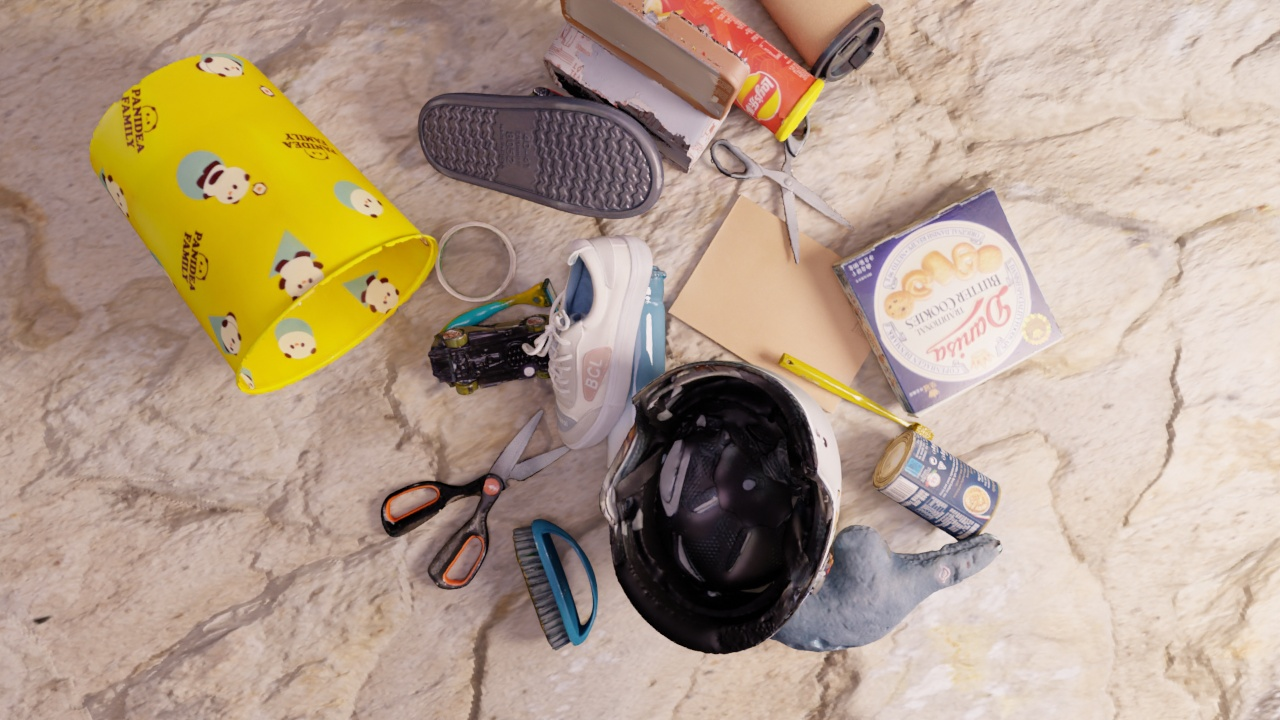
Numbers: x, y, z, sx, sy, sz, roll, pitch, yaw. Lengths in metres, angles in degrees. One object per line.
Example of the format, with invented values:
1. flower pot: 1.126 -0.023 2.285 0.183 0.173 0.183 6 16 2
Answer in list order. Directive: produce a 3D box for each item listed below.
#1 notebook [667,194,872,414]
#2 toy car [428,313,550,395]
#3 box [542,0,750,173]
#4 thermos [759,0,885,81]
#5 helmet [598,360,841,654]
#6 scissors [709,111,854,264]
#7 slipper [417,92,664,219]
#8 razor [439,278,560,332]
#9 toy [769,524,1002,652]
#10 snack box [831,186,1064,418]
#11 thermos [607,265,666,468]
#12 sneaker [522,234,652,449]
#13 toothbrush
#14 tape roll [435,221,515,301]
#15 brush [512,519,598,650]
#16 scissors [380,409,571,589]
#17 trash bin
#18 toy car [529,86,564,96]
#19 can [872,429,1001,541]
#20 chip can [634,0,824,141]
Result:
1. notebook: 0.158 -0.060 0.988 0.211 0.012 0.149 32 93 -2
2. toy car: -0.144 -0.009 0.971 0.158 0.042 0.070 -8 119 -4
3. box: 0.001 -0.269 0.848 0.177 0.260 0.082 33 92 -3
4. thermos: 0.176 -0.357 0.932 0.093 0.093 0.143 -42 84 3
5. helmet: 0.093 0.127 0.889 0.230 0.156 0.274 15 107 28
6. scissors: 0.151 -0.191 0.972 0.159 0.014 0.181 3 90 -1
7. slipper: -0.093 -0.218 0.913 0.268 0.083 0.111 14 122 20
8. razor: -0.153 -0.051 0.981 0.132 0.028 0.043 -20 138 2
9. toy: 0.195 0.237 0.963 0.357 0.091 0.138 -5 96 13
10. snack box: 0.323 -0.061 0.965 0.178 0.046 0.182 -28 93 -2
11. thermos: -0.006 0.006 0.968 0.070 0.070 0.220 -1 93 0
12. sneaker: -0.062 -0.011 0.911 0.090 0.089 0.243 -3 122 -31
13. toothbrush: 0.232 0.040 0.980 0.190 0.016 0.015 27 91 -9
14. tape roll: -0.177 -0.106 0.984 0.086 0.014 0.086 0 94 0
15. brush: -0.086 0.238 0.988 0.073 0.055 0.144 -18 94 3
16. scissors: -0.184 0.144 0.998 0.204 0.021 0.224 16 95 0
17. trash bin: -0.366 -0.136 0.885 0.229 0.229 0.255 -41 88 3
18. toy car: -0.108 -0.232 0.965 0.049 0.031 0.106 23 107 -3
19. can: 0.310 0.131 0.969 0.111 0.075 0.075 32 93 -2
20. chip can: 0.081 -0.315 0.930 0.216 0.073 0.073 39 93 1
